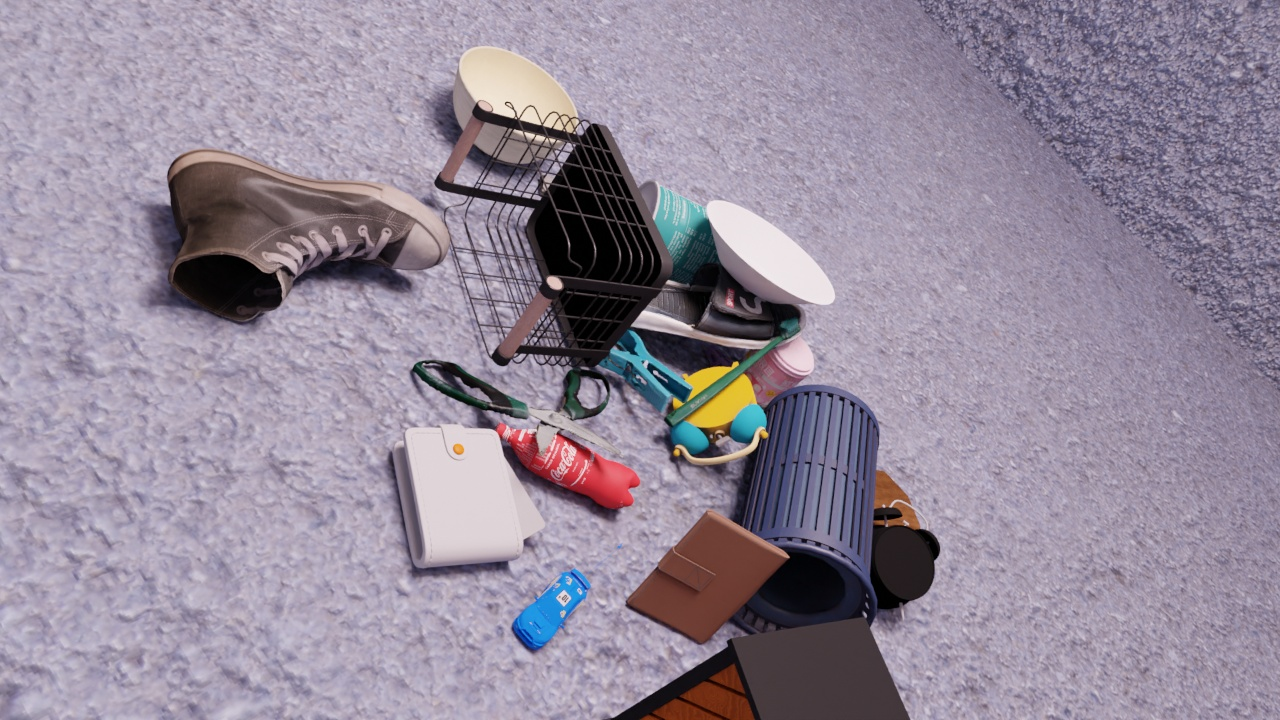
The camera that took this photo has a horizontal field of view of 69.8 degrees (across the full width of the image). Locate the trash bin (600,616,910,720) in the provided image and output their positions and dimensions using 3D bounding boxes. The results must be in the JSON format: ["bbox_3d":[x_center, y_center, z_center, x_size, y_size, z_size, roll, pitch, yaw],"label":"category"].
[{"bbox_3d":[0.090,0.295,0.671,0.139,0.172,0.139,5,52,-38],"label":"trash bin"}]

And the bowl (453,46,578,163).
[{"bbox_3d":[-0.155,-0.283,1.063,0.150,0.076,0.150,24,42,-24],"label":"bowl"}]

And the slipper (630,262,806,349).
[{"bbox_3d":[0.064,-0.072,1.007,0.263,0.063,0.111,8,34,-8],"label":"slipper"}]

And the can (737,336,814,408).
[{"bbox_3d":[0.153,0.008,1.062,0.067,0.076,0.067,23,43,-23],"label":"can"}]

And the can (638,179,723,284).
[{"bbox_3d":[0.054,-0.139,1.092,0.144,0.099,0.099,22,44,-25],"label":"can"}]

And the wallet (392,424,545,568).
[{"bbox_3d":[-0.137,0.109,0.754,0.115,0.038,0.118,4,56,-38],"label":"wallet"}]

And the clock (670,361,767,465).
[{"bbox_3d":[0.078,0.055,0.951,0.129,0.099,0.044,-93,167,-46],"label":"clock"}]

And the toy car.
[{"bbox_3d":[-0.055,0.185,0.735,0.033,0.062,0.091,46,39,4],"label":"toy car"}]

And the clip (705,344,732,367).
[{"bbox_3d":[0.092,0.002,1.057,0.013,0.029,0.050,0,49,-40],"label":"clip"}]

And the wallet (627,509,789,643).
[{"bbox_3d":[0.056,0.187,0.785,0.087,0.121,0.013,31,24,-15],"label":"wallet"}]

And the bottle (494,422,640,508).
[{"bbox_3d":[-0.067,0.092,0.825,0.141,0.042,0.041,28,41,-18],"label":"bottle"}]

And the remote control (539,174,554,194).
[{"bbox_3d":[-0.060,-0.187,1.107,0.136,0.013,0.033,19,45,-25],"label":"remote control"}]

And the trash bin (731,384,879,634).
[{"bbox_3d":[0.167,0.141,0.908,0.139,0.140,0.248,35,38,-10],"label":"trash bin"}]

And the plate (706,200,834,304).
[{"bbox_3d":[0.135,-0.108,1.021,0.174,0.036,0.173,28,28,-17],"label":"plate"}]

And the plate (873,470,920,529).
[{"bbox_3d":[0.274,0.172,1.057,0.131,0.025,0.131,23,43,-24],"label":"plate"}]

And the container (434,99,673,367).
[{"bbox_3d":[-0.094,-0.120,0.891,0.130,0.163,0.241,4,51,-38],"label":"container"}]

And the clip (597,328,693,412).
[{"bbox_3d":[-0.019,0.006,0.935,0.120,0.030,0.130,1,38,-39],"label":"clip"}]

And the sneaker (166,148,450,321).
[{"bbox_3d":[-0.274,-0.092,0.777,0.234,0.095,0.119,13,50,-35],"label":"sneaker"}]

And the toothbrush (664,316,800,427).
[{"bbox_3d":[0.098,0.009,0.952,0.189,0.017,0.016,-36,38,-22],"label":"toothbrush"}]

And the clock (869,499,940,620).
[{"bbox_3d":[0.273,0.207,0.981,0.091,0.043,0.120,36,60,-9],"label":"clock"}]

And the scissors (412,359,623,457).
[{"bbox_3d":[-0.094,0.031,0.852,0.202,0.015,0.205,27,21,9],"label":"scissors"}]
